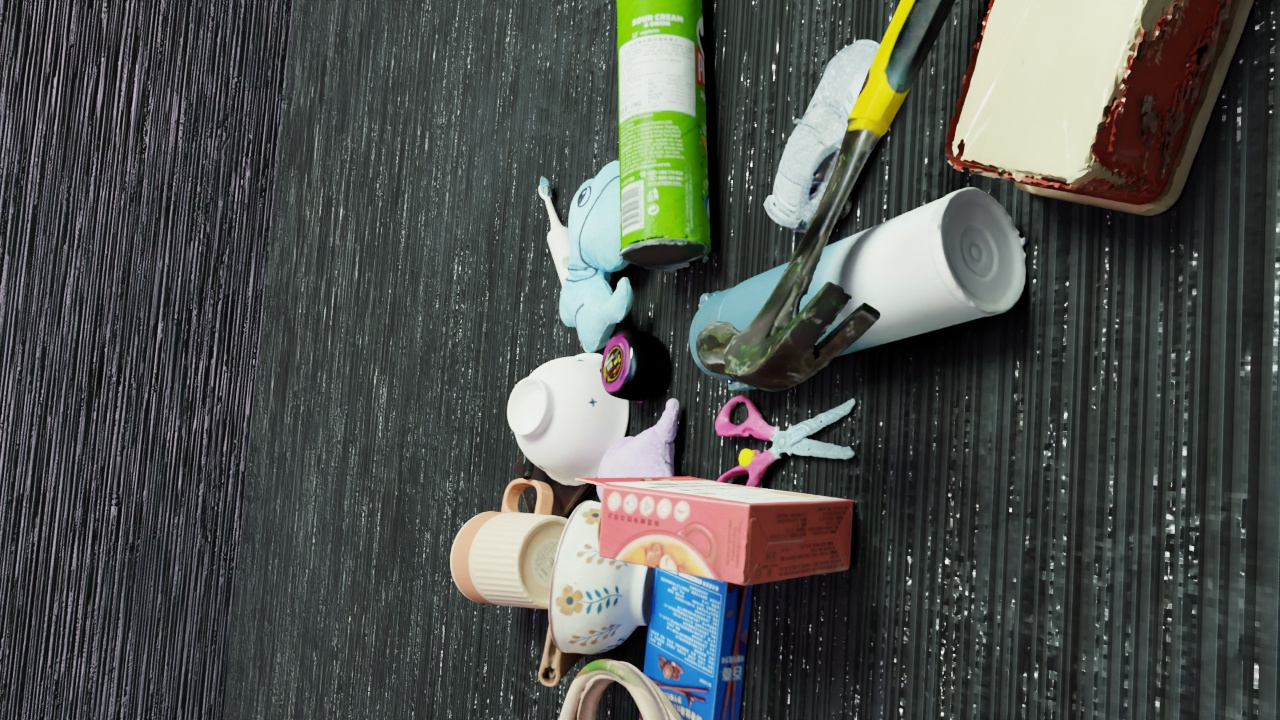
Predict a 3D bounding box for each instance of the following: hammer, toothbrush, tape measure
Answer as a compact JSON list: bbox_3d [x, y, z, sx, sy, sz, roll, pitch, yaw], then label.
[{"bbox_3d":[0.125,-0.133,0.465,0.323,0.032,0.126,-65,18,-1],"label":"hammer"},{"bbox_3d":[-0.069,-0.099,0.867,0.026,0.026,0.220,99,157,-49],"label":"toothbrush"},{"bbox_3d":[-0.004,0.004,0.731,0.057,0.039,0.058,-65,31,24],"label":"tape measure"}]

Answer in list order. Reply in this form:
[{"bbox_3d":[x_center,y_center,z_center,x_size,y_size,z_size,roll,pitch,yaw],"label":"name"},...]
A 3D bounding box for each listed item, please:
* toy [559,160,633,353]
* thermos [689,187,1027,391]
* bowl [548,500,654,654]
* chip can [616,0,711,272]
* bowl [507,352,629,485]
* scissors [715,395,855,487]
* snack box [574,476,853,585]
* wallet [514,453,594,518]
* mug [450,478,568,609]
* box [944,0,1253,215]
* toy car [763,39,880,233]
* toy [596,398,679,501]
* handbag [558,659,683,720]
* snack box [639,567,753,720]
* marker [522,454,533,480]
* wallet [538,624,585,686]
[{"bbox_3d":[-0.032,-0.097,0.777,0.156,0.049,0.161,-63,33,17],"label":"toy"},{"bbox_3d":[0.109,-0.031,0.531,0.221,0.070,0.070,-21,67,56],"label":"thermos"},{"bbox_3d":[-0.020,0.165,0.687,0.062,0.113,0.113,5,88,15],"label":"bowl"},{"bbox_3d":[0.016,-0.190,0.700,0.072,0.072,0.235,-18,69,56],"label":"chip can"},{"bbox_3d":[-0.074,0.044,0.784,0.119,0.064,0.118,-16,66,40],"label":"bowl"},{"bbox_3d":[0.090,0.045,0.596,0.138,0.017,0.096,-38,46,44],"label":"scissors"},{"bbox_3d":[0.042,0.096,0.539,0.127,0.113,0.044,1,86,42],"label":"snack box"},{"bbox_3d":[-0.081,0.106,0.858,0.123,0.020,0.096,-53,43,43],"label":"wallet"},{"bbox_3d":[-0.105,0.162,0.819,0.106,0.081,0.114,-10,65,49],"label":"mug"},{"bbox_3d":[0.199,-0.155,0.391,0.091,0.079,0.168,34,114,57],"label":"box"},{"bbox_3d":[0.117,-0.136,0.564,0.054,0.036,0.121,53,125,49],"label":"toy car"},{"bbox_3d":[-0.003,0.081,0.716,0.108,0.039,0.083,-35,41,56],"label":"toy"},{"bbox_3d":[-0.012,0.326,0.631,0.194,0.093,0.234,-10,77,56],"label":"handbag"},{"bbox_3d":[0.038,0.187,0.639,0.085,0.026,0.157,6,89,57],"label":"snack box"},{"bbox_3d":[-0.104,0.067,0.866,0.124,0.015,0.018,-93,27,-53],"label":"marker"},{"bbox_3d":[-0.052,0.192,0.737,0.101,0.020,0.115,22,-104,-79],"label":"wallet"}]
